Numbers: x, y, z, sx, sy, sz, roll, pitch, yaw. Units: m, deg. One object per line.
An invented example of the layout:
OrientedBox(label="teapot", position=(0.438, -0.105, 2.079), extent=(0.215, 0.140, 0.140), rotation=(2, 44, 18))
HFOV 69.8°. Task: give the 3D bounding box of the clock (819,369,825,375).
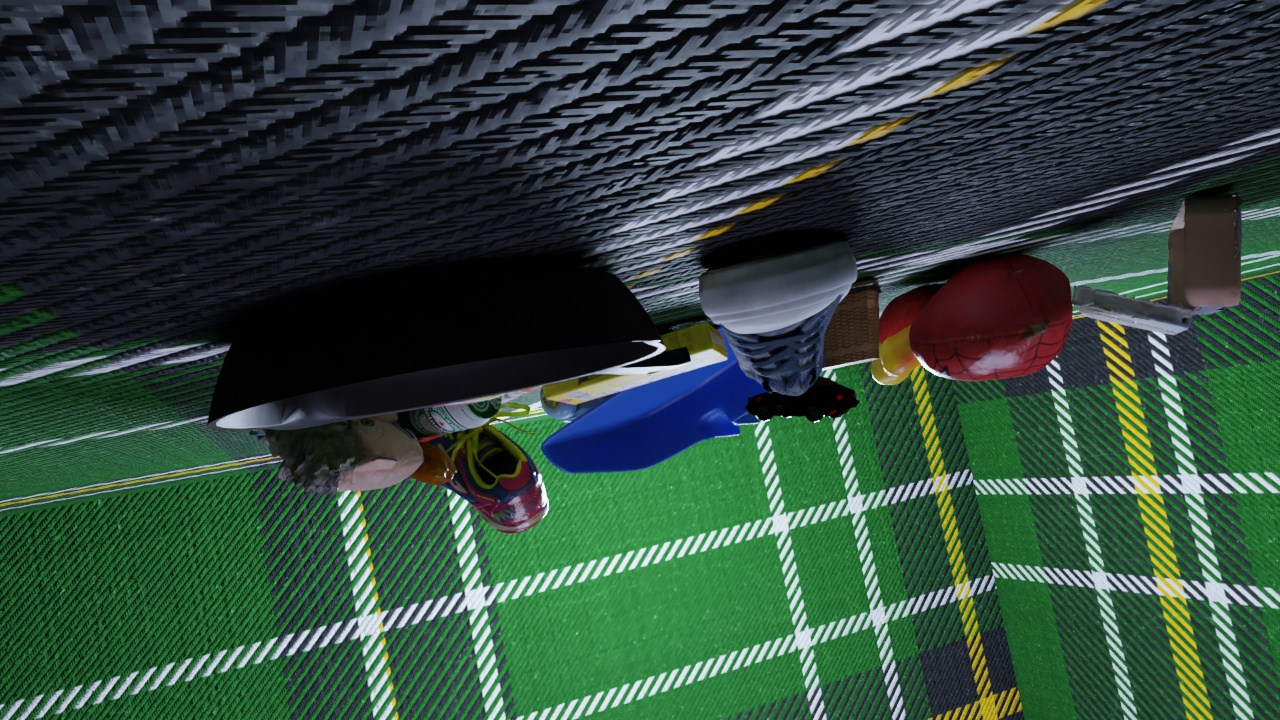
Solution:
OrientedBox(label="clock", position=(0.175, -0.018, 0.901), extent=(0.123, 0.042, 0.088), rotation=(6, 142, -44))

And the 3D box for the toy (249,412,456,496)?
OrientedBox(label="toy", position=(-0.232, 0.070, 0.762), extent=(0.175, 0.076, 0.133), rotation=(17, -173, -38))

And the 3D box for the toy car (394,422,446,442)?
OrientedBox(label="toy car", position=(-0.252, 0.060, 0.900), extent=(0.189, 0.056, 0.082), rotation=(-7, 174, -28))

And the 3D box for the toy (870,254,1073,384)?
OrientedBox(label="toy", position=(0.277, -0.028, 0.774), extent=(0.147, 0.099, 0.216), rotation=(-21, 178, -6))

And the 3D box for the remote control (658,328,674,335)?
OrientedBox(label="remote control", position=(-0.006, -0.013, 0.844), extent=(0.039, 0.010, 0.125), rotation=(-9, 175, -28))

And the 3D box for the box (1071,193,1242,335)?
OrientedBox(label="box", position=(0.392, -0.068, 0.680), extent=(0.095, 0.108, 0.216), rotation=(28, -166, 25))

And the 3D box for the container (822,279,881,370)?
OrientedBox(label="container", position=(0.141, -0.022, 0.742), extent=(0.114, 0.061, 0.063), rotation=(-12, 176, 20))

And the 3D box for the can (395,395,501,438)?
OrientedBox(label="can", position=(-0.172, 0.038, 0.807), extent=(0.101, 0.053, 0.053), rotation=(-13, 175, 37))

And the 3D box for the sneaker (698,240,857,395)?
OrientedBox(label="sneaker", position=(0.090, -0.018, 0.557), extent=(0.087, 0.079, 0.235), rotation=(-11, 176, 9))

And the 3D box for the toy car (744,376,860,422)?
OrientedBox(label="toy car", position=(0.128, 0.030, 0.742), extent=(0.092, 0.036, 0.042), rotation=(-2, 180, 38))

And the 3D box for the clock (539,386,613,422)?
OrientedBox(label="clock", position=(-0.049, 0.033, 1.027), extent=(0.118, 0.060, 0.162), rotation=(-11, 173, 17))

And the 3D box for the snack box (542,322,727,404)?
OrientedBox(label="snack box", position=(-0.005, 0.005, 0.794), extent=(0.152, 0.025, 0.075), rotation=(-17, 169, 13))

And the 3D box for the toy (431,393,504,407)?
OrientedBox(label="toy", position=(-0.129, 0.012, 0.646), extent=(0.094, 0.041, 0.095), rotation=(-16, 172, 36))

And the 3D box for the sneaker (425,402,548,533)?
OrientedBox(label="sneaker", position=(-0.182, 0.087, 1.000), extent=(0.116, 0.091, 0.242), rotation=(-34, -136, -25))

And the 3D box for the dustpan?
OrientedBox(label="dustpan", position=(0.061, 0.052, 0.994), extent=(0.246, 0.059, 0.257), rotation=(-33, 164, 23))

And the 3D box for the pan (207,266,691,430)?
OrientedBox(label="pan", position=(-0.069, -0.008, 0.530), extent=(0.249, 0.043, 0.355), rotation=(-13, 175, 32))

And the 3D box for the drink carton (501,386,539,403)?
OrientedBox(label="drink carton", position=(-0.106, 0.015, 0.854), extent=(0.122, 0.039, 0.069), rotation=(-18, 175, 15))
